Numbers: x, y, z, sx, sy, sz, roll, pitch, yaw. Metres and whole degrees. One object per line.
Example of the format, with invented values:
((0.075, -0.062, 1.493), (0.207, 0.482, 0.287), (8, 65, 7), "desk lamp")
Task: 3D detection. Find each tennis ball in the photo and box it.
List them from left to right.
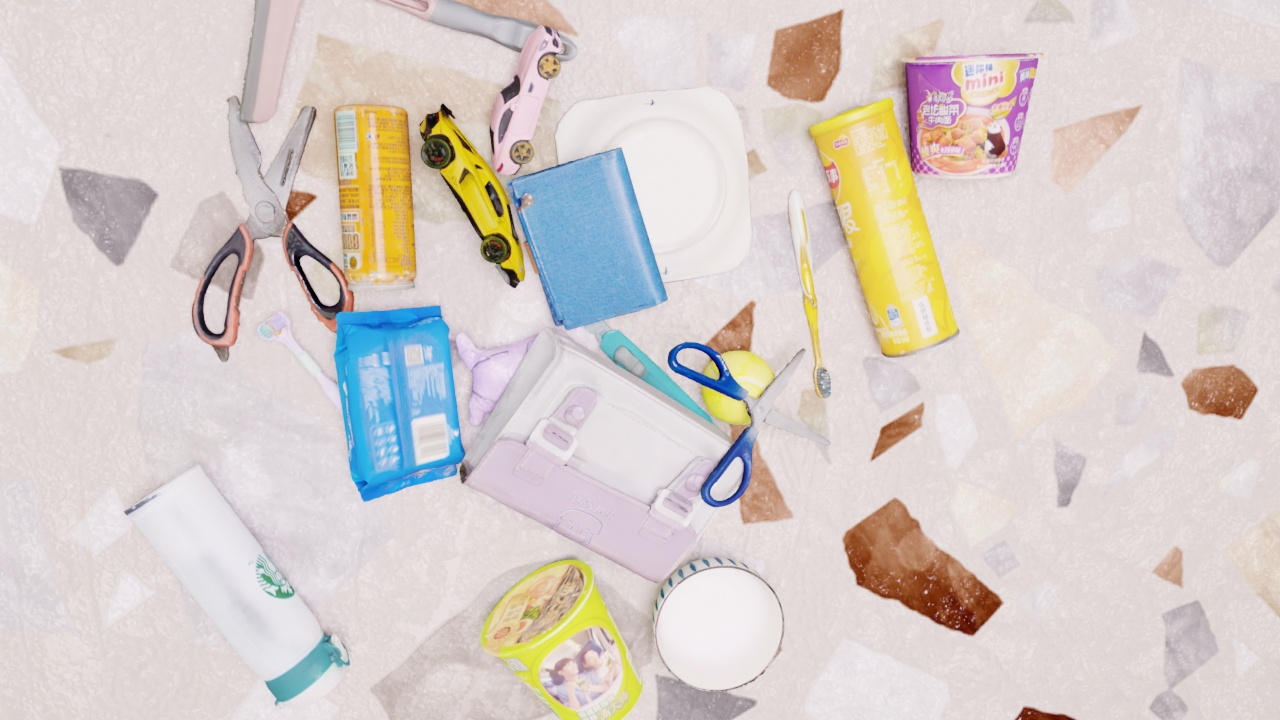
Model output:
((0.086, 0.024, 0.799), (0.065, 0.065, 0.065), (-1, 99, -7), "tennis ball")

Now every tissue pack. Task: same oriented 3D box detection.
((-0.202, 0.032, 0.763), (0.094, 0.052, 0.157), (-12, 103, -34), "tissue pack")

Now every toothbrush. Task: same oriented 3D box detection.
((-0.252, 0.039, 0.779), (0.029, 0.021, 0.189), (-35, 108, 5), "toothbrush")
((0.152, -0.057, 0.818), (0.016, 0.018, 0.191), (-11, 100, -7), "toothbrush")

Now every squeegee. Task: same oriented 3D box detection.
((-0.172, -0.283, 0.735), (0.249, 0.040, 0.248), (12, 109, -15), "squeegee")

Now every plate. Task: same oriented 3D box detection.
((0.016, -0.147, 0.781), (0.164, 0.034, 0.163), (-9, 99, -5), "plate")

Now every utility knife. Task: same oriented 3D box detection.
((-0.005, 0.005, 0.813), (0.223, 0.013, 0.029), (44, 93, -11), "utility knife")

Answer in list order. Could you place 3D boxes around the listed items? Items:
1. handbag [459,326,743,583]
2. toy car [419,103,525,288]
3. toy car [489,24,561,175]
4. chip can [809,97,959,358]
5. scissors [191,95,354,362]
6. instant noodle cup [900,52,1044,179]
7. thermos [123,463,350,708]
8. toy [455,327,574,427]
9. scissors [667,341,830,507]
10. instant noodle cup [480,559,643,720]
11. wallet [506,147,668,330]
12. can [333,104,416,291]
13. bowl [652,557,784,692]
((-0.029, 0.084, 0.757), (0.197, 0.098, 0.145), (31, 99, -19), "handbag")
((-0.132, -0.132, 0.748), (0.041, 0.071, 0.156), (-28, 103, 2), "toy car")
((-0.096, -0.208, 0.735), (0.037, 0.056, 0.123), (11, 117, -25), "toy car")
((0.212, -0.112, 0.789), (0.072, 0.072, 0.213), (-21, 100, -3), "chip can")
((-0.309, -0.101, 0.761), (0.189, 0.015, 0.227), (-34, 100, 0), "scissors")
((0.273, -0.205, 0.768), (0.111, 0.111, 0.099), (-4, 106, -6), "instant noodle cup")
((-0.334, 0.195, 0.779), (0.073, 0.073, 0.224), (-33, 101, -1), "thermos")
((-0.101, 0.007, 0.788), (0.108, 0.039, 0.084), (-12, 104, -5), "toy")
((0.089, 0.047, 0.751), (0.173, 0.012, 0.162), (27, 67, -22), "scissors")
((-0.060, 0.259, 0.805), (0.111, 0.111, 0.123), (-31, 109, -1), "instant noodle cup")
((-0.044, -0.098, 0.755), (0.106, 0.040, 0.133), (-13, 105, 18), "wallet")
((-0.214, -0.131, 0.744), (0.058, 0.058, 0.146), (-2, 99, -6), "can")
((0.066, 0.230, 0.830), (0.116, 0.066, 0.116), (-1, 98, -7), "bowl")
